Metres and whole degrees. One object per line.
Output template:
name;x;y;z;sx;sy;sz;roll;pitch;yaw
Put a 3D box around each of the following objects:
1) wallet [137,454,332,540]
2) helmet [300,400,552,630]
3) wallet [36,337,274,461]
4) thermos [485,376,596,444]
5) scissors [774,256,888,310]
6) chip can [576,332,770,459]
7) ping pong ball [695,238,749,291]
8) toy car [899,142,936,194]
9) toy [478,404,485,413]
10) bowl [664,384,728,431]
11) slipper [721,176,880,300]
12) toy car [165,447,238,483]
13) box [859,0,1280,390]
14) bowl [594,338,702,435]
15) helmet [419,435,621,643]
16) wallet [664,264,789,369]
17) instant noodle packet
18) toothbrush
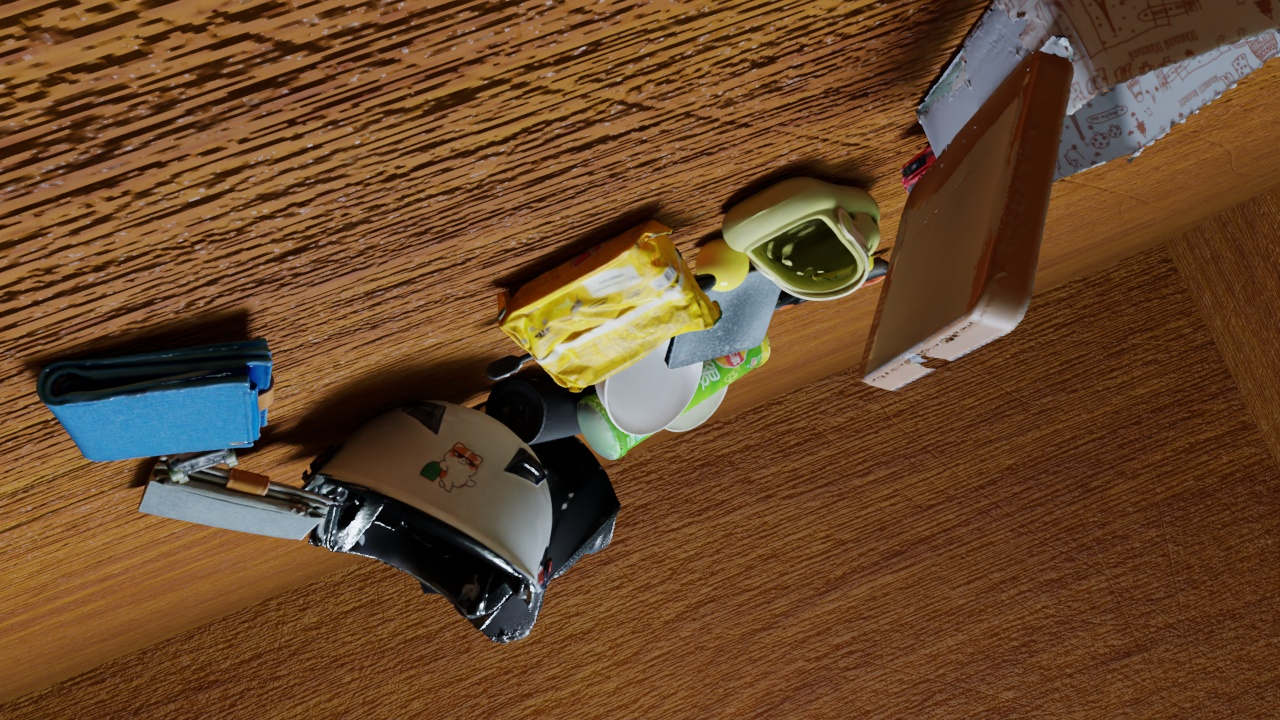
wallet;-0.321;0.108;0.729;0.129;0.037;0.107;19;149;-27
helmet;-0.175;0.121;0.837;0.156;0.230;0.275;-65;-175;-32
wallet;-0.257;0.023;0.502;0.106;0.040;0.133;-8;166;-25
thermos;-0.085;0.053;1.008;0.090;0.068;0.242;-18;173;22
scissors;0.179;-0.078;1.030;0.220;0.021;0.225;-15;168;-10
chip can;0.035;0.023;0.963;0.220;0.072;0.073;-31;176;-26
ping pong ball;0.061;-0.072;0.690;0.040;0.040;0.040;-22;171;-4
toy car;0.227;-0.145;0.640;0.120;0.045;0.053;-22;171;-36
toy;-0.203;0.090;0.994;0.157;0.066;0.105;-18;-156;0
bowl;0.042;0.019;1.066;0.113;0.114;0.062;-17;-146;-29
slipper;0.125;-0.081;0.673;0.092;0.081;0.190;-24;169;28
toy car;-0.303;0.062;0.631;0.042;0.035;0.091;-17;176;-24
box;0.204;-0.114;0.483;0.272;0.130;0.179;-47;175;-9
bowl;-0.005;0.005;0.873;0.118;0.118;0.065;-16;-150;-36
helmet;-0.160;0.186;1.109;0.275;0.230;0.232;-16;-171;27
wallet;0.079;-0.044;0.844;0.120;0.019;0.097;-16;137;-32
instant noodle packet;-0.019;-0.036;0.612;0.128;0.044;0.111;-25;141;14
toothbrush;-0.029;-0.024;0.665;0.181;0.015;0.018;-23;171;10
